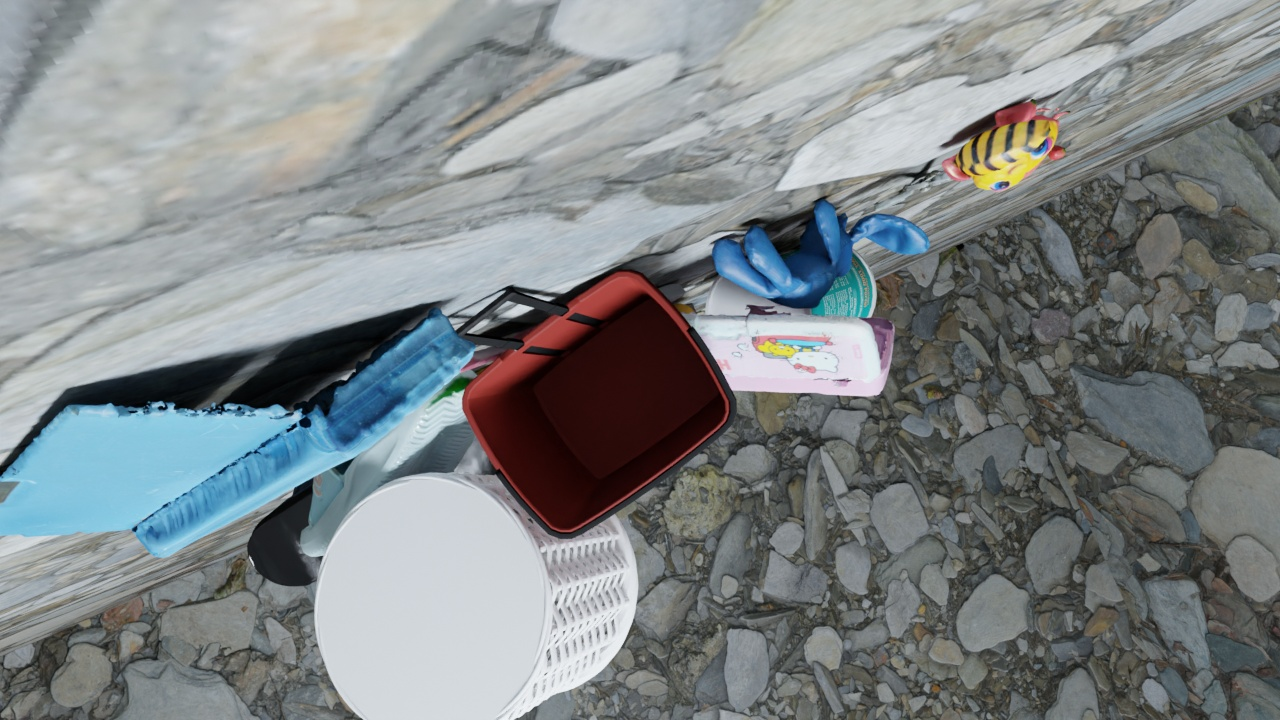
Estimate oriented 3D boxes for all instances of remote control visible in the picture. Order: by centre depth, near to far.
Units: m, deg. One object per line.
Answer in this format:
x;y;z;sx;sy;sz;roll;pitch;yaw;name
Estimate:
-0.011;-0.036;0.768;0.033;0.012;0.131;-19;175;-34;remote control

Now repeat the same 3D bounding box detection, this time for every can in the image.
0.138;-0.051;0.828;0.099;0.099;0.143;-26;177;38;can

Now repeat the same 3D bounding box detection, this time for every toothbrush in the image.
-0.097;-0.005;0.593;0.134;0.016;0.022;-22;173;-40;toothbrush

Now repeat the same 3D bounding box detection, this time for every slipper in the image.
-0.199;0.074;0.721;0.103;0.074;0.246;-18;158;-47;slipper
-0.258;0.117;0.903;0.265;0.109;0.083;-31;-152;1;slipper

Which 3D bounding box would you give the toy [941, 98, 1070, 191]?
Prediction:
0.243;-0.140;0.610;0.084;0.046;0.103;-18;177;30;toy

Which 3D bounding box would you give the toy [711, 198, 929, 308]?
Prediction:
0.126;-0.076;0.646;0.113;0.071;0.175;-11;-173;45;toy

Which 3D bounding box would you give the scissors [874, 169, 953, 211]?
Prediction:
0.241;-0.148;0.749;0.130;0.014;0.153;-23;180;-10;scissors

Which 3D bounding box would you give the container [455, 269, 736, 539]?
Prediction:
-0.028;0.023;0.549;0.148;0.127;0.200;-36;177;9;container

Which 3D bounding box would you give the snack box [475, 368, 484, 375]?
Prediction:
-0.084;0.035;0.778;0.061;0.083;0.105;-26;176;23;snack box

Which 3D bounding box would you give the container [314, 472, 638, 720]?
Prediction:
-0.119;0.180;0.713;0.189;0.189;0.186;-24;166;13;container

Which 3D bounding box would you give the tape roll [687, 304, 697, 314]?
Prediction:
0.020;-0.028;0.991;0.093;0.030;0.094;-24;177;-1;tape roll

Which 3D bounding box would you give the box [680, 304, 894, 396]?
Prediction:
0.080;-0.023;0.686;0.202;0.101;0.110;2;-138;24;box

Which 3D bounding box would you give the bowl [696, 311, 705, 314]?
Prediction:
0.029;0.001;1.172;0.151;0.075;0.151;-23;178;-1;bowl

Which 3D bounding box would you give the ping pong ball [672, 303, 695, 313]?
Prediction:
0.036;-0.035;0.886;0.040;0.040;0.040;-24;177;-1;ping pong ball

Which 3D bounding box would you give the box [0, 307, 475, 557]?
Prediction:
-0.202;0.052;0.433;0.232;0.060;0.174;-25;176;42;box
